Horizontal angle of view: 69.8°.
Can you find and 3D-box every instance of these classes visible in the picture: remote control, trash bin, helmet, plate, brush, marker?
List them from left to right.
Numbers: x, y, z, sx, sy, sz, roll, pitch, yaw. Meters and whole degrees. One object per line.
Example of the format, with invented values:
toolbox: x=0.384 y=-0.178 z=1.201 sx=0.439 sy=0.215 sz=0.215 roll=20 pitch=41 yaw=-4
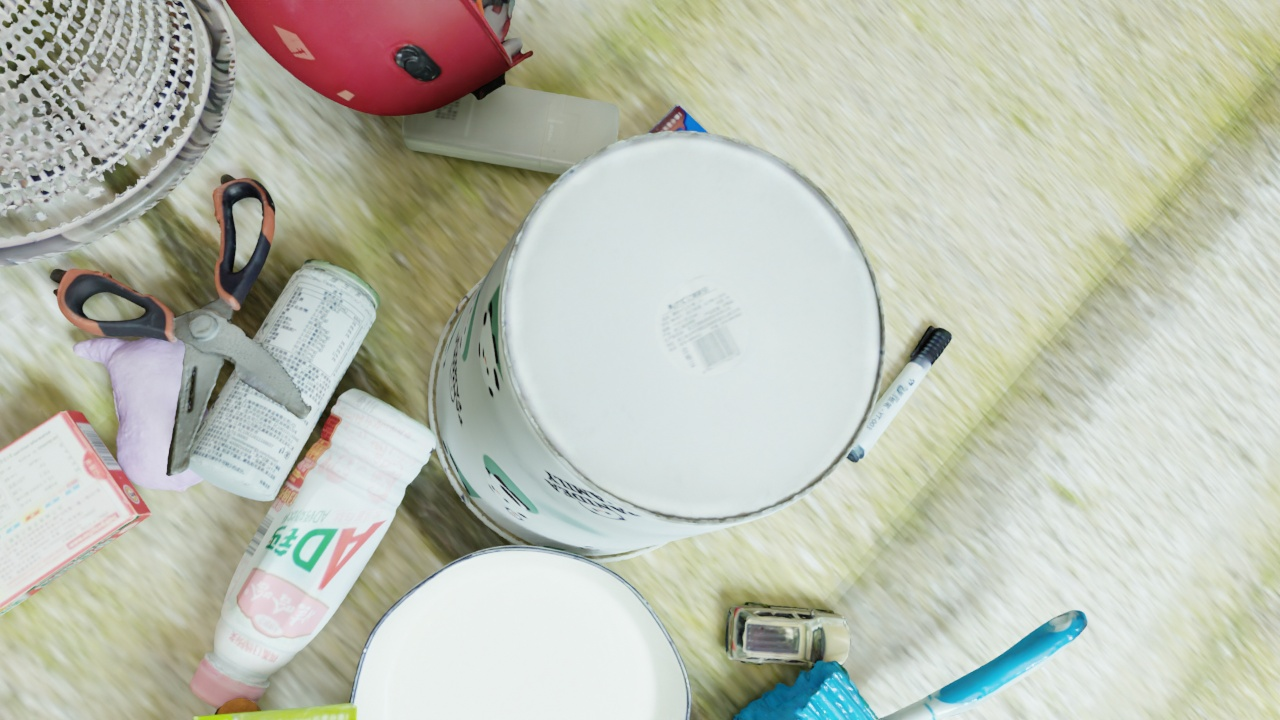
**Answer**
trash bin: x=-0.382 y=-0.196 z=0.511 sx=0.227 sy=0.228 sz=0.192 roll=-41 pitch=78 yaw=-17
helmet: x=-0.176 y=-0.231 z=0.551 sx=0.144 sy=0.239 sz=0.207 roll=-34 pitch=128 yaw=11
remote control: x=-0.091 y=-0.165 z=0.649 sx=0.150 sy=0.021 sz=0.058 roll=9 pitch=71 yaw=-2
plate: x=-0.073 y=0.212 z=0.562 sx=0.205 sy=0.045 sz=0.205 roll=0 pitch=93 yaw=-6
trash bin: x=-0.003 y=0.003 z=0.528 sx=0.229 sy=0.252 sz=0.229 roll=3 pitch=79 yaw=-13
brush: x=0.157 y=0.237 z=0.611 sx=0.314 sy=0.060 sz=0.109 roll=-40 pitch=97 yaw=-7
marker: x=0.193 y=0.024 z=0.694 sx=0.022 sy=0.018 sz=0.130 roll=36 pitch=72 yaw=21

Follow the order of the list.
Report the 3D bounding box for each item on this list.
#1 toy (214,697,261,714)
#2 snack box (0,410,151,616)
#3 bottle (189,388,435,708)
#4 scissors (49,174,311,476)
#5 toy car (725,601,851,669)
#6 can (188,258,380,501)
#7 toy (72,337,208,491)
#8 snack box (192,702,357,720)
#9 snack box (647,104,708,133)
toy: x=-0.237 y=0.303 z=0.505 sx=0.246 sy=0.090 sz=0.227 roll=3 pitch=86 yaw=-9
snack box: x=-0.376 y=0.104 z=0.530 sx=0.155 sy=0.027 sz=0.077 roll=-35 pitch=89 yaw=-9
bottle: x=-0.201 y=0.116 z=0.560 sx=0.068 sy=0.068 sz=0.196 roll=30 pitch=77 yaw=-7
scissors: x=-0.266 y=-0.032 z=0.556 sx=0.226 sy=0.015 sz=0.188 roll=22 pitch=62 yaw=18
toy car: x=0.104 y=0.192 z=0.634 sx=0.090 sy=0.035 sz=0.042 roll=9 pitch=80 yaw=-15
can: x=-0.219 y=0.011 z=0.567 sx=0.058 sy=0.058 sz=0.146 roll=25 pitch=65 yaw=-8
toy: x=-0.299 y=0.029 z=0.566 sx=0.084 sy=0.039 sz=0.108 roll=-13 pitch=89 yaw=-3
snack box: x=-0.191 y=0.262 z=0.472 sx=0.085 sy=0.026 sz=0.156 roll=2 pitch=61 yaw=-18
snack box: x=0.054 y=-0.105 z=0.679 sx=0.157 sy=0.026 sz=0.084 roll=44 pitch=75 yaw=-2
